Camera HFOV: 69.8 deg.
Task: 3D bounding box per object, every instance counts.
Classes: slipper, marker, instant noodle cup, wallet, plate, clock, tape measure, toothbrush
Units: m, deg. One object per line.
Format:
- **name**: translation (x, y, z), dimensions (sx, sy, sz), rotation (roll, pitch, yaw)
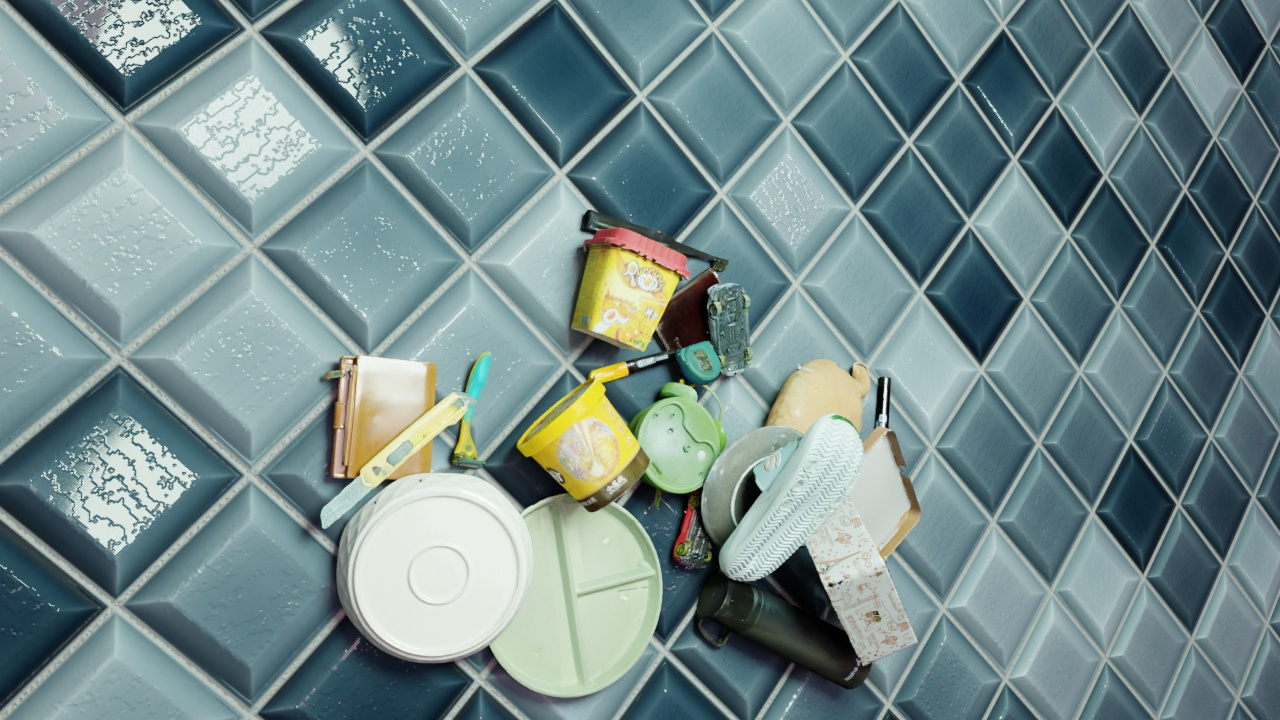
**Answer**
- **slipper**: translation (0.174, 0.162, 1.099), dimensions (0.104, 0.074, 0.246), rotation (22, 112, -35)
- **marker**: translation (0.348, 0.089, 1.320), dimensions (0.022, 0.020, 0.132), rotation (23, 70, -54)
- **instant noodle cup**: translation (-0.060, 0.099, 1.039), dimensions (0.118, 0.119, 0.114), rotation (-44, 99, -25)
- **wallet**: translation (-0.278, 0.062, 0.979), dimensions (0.119, 0.035, 0.130), rotation (7, 82, -29)
- **marker**: translation (-0.007, 0.007, 1.136), dimensions (0.123, 0.015, 0.018), rotation (-16, 98, -23)
- **plate**: translation (-0.079, 0.269, 1.065), dimensions (0.229, 0.028, 0.230), rotation (4, 81, -27)
- **instant noodle cup**: translation (-0.019, -0.082, 1.099), dimensions (0.116, 0.116, 0.123), rotation (21, 85, -25)
- **clock**: translation (0.046, 0.094, 1.137), dimensions (0.160, 0.056, 0.116), rotation (-45, 105, -25)
- **wallet**: translation (0.072, -0.050, 1.191), dimensions (0.122, 0.020, 0.096), rotation (-37, 102, -24)
- **tape measure**: translation (0.076, 0.003, 1.153), dimensions (0.058, 0.025, 0.054), rotation (-17, 70, -39)
- **plate**: translation (0.157, 0.167, 1.145), dimensions (0.179, 0.024, 0.179), rotation (-7, 109, -23)
- **plate**: translation (-0.212, 0.220, 0.964), dimensions (0.204, 0.045, 0.205), rotation (0, 90, -15)
- **toothbrush**: translation (0.024, -0.150, 1.174), dimensions (0.212, 0.026, 0.027), rotation (14, 111, -27)

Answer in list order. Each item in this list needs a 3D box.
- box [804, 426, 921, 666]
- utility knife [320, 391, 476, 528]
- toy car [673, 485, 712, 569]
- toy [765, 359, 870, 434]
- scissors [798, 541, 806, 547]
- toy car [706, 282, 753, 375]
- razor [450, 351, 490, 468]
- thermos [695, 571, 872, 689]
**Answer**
- **box**: translation (0.288, 0.236, 1.183), dimensions (0.179, 0.133, 0.270), rotation (62, 35, -32)
- **utility knife**: translation (-0.256, 0.100, 0.969), dimensions (0.207, 0.021, 0.031), rotation (-42, 103, -22)
- **toy car**: translation (0.073, 0.206, 1.148), dimensions (0.049, 0.031, 0.106), rotation (24, 80, -38)
- **toy**: translation (0.248, 0.063, 1.239), dimensions (0.225, 0.083, 0.143), rotation (-48, 122, -26)
- **scissors**: translation (0.269, 0.237, 1.262), dimensions (0.131, 0.017, 0.133), rotation (-43, 101, -23)
- **toy car**: translation (0.113, -0.040, 1.183), dimensions (0.054, 0.037, 0.121), rotation (-16, 108, -28)
- **razor**: translation (-0.187, 0.055, 1.033), dimensions (0.043, 0.028, 0.132), rotation (17, 78, -49)
- **thermos**: translation (0.180, 0.354, 1.179), dimensions (0.242, 0.068, 0.090), rotation (30, 103, -20)
